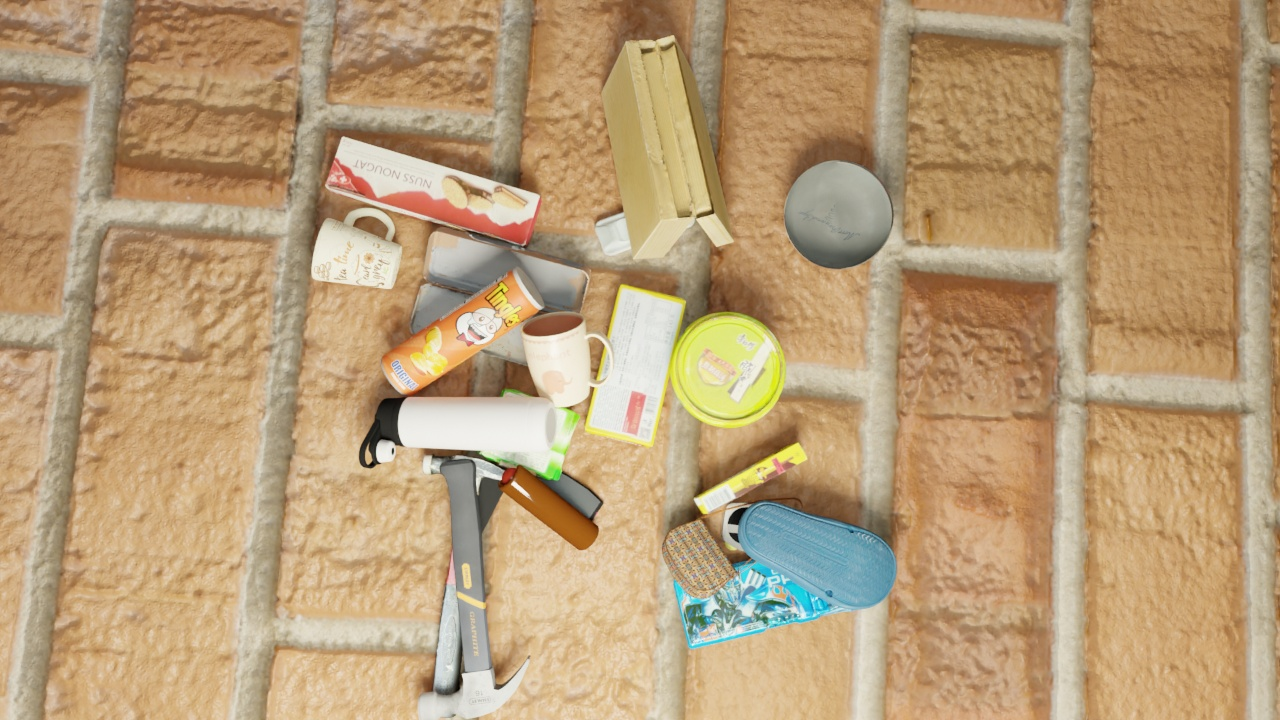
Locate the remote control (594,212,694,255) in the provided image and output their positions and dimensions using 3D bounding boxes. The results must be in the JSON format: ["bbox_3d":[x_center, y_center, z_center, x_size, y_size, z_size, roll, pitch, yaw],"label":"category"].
[{"bbox_3d":[0.006,-0.185,1.240,0.133,0.022,0.050,-21,86,-6],"label":"remote control"}]

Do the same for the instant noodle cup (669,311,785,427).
[{"bbox_3d":[0.108,0.015,1.188,0.146,0.098,0.146,0,84,-3],"label":"instant noodle cup"}]

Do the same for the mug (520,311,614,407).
[{"bbox_3d":[-0.088,0.000,1.157,0.111,0.085,0.104,-2,114,10],"label":"mug"}]

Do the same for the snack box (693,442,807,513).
[{"bbox_3d":[0.142,0.154,1.194,0.149,0.061,0.025,-28,84,-6],"label":"snack box"}]

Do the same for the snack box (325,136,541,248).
[{"bbox_3d":[-0.272,-0.220,1.214,0.273,0.044,0.076,17,83,-2],"label":"snack box"}]

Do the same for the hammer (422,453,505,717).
[{"bbox_3d":[-0.224,0.286,1.170,0.140,0.036,0.326,6,84,-2],"label":"hammer"}]

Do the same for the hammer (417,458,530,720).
[{"bbox_3d":[-0.218,0.279,1.138,0.139,0.035,0.312,-7,84,-3],"label":"hammer"}]

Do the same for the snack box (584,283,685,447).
[{"bbox_3d":[-0.007,0.007,1.209,0.092,0.042,0.200,13,83,-2],"label":"snack box"}]

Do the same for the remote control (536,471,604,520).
[{"bbox_3d":[-0.108,0.164,1.201,0.125,0.010,0.039,34,83,1],"label":"remote control"}]

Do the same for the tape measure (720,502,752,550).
[{"bbox_3d":[0.140,0.219,1.209,0.065,0.017,0.064,6,83,-3],"label":"tape measure"}]

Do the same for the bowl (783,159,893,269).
[{"bbox_3d":[0.261,-0.191,1.241,0.150,0.057,0.150,0,84,-3],"label":"bowl"}]

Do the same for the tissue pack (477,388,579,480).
[{"bbox_3d":[-0.145,0.097,1.186,0.114,0.034,0.099,19,78,7],"label":"tissue pack"}]

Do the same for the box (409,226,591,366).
[{"bbox_3d":[-0.184,-0.078,1.205,0.216,0.063,0.157,14,91,-3],"label":"box"}]

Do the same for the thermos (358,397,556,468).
[{"bbox_3d":[-0.225,0.091,1.138,0.230,0.069,0.101,1,51,10],"label":"thermos"}]

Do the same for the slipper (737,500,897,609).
[{"bbox_3d":[0.219,0.245,1.150,0.213,0.059,0.103,22,68,-5],"label":"slipper"}]

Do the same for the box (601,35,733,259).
[{"bbox_3d":[0.037,-0.274,1.182,0.148,0.141,0.248,-10,77,-9],"label":"box"}]

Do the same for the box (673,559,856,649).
[{"bbox_3d":[0.170,0.304,1.192,0.243,0.066,0.090,-12,63,-5],"label":"box"}]

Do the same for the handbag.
[{"bbox_3d":[0.124,0.227,1.180,0.195,0.043,0.093,-26,63,-18],"label":"handbag"}]

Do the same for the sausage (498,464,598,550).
[{"bbox_3d":[-0.115,0.186,1.160,0.155,0.040,0.040,43,82,-24],"label":"sausage"}]

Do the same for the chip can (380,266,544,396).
[{"bbox_3d":[-0.226,-0.036,1.164,0.210,0.062,0.062,-33,87,8],"label":"chip can"}]

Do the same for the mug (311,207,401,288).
[{"bbox_3d":[-0.361,-0.149,1.196,0.097,0.081,0.121,14,56,-10],"label":"mug"}]
